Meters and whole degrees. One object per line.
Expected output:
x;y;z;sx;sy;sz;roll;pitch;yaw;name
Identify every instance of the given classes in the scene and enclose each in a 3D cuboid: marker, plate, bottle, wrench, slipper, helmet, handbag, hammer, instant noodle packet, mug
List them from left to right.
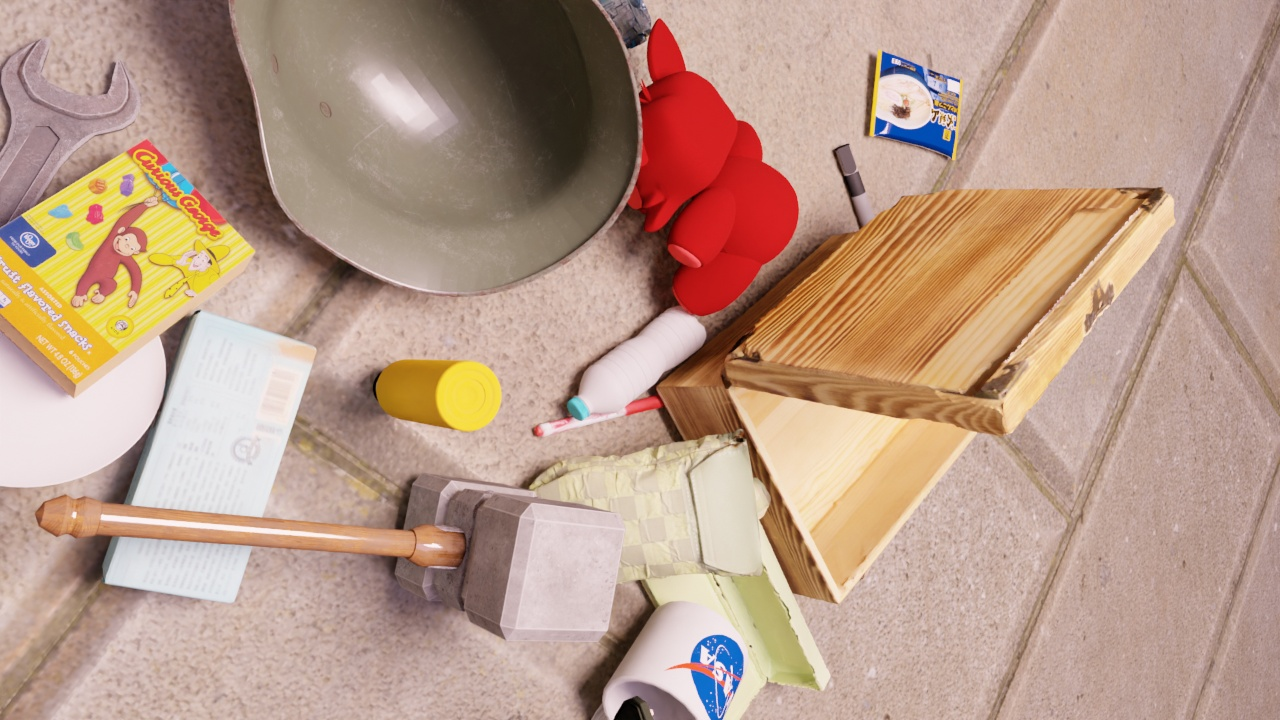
-0.383;-0.068;0.530;0.070;0.010;0.273;31;74;-30;wrench
-0.349;0.006;0.528;0.134;0.011;0.134;9;72;-31;plate
-0.182;0.108;0.557;0.317;0.163;0.083;15;82;-39;hammer
-0.142;0.021;0.610;0.043;0.144;0.043;-1;91;-34;bottle
-0.133;-0.192;0.592;0.227;0.153;0.268;-28;134;9;helmet
-0.079;0.345;0.579;0.249;0.256;0.233;-9;92;-32;helmet
-0.025;0.044;0.769;0.142;0.013;0.013;-12;97;-33;marker
-0.005;0.005;0.762;0.136;0.044;0.044;-37;110;-27;bottle
0.010;0.116;0.735;0.186;0.116;0.113;-7;93;8;handbag
0.036;0.273;0.748;0.089;0.091;0.121;-46;117;-51;mug
0.050;0.387;0.796;0.264;0.063;0.111;46;67;-22;slipper
0.227;-0.151;0.929;0.016;0.016;0.140;-33;108;-29;marker
0.292;-0.267;0.965;0.134;0.026;0.087;5;92;-33;instant noodle packet

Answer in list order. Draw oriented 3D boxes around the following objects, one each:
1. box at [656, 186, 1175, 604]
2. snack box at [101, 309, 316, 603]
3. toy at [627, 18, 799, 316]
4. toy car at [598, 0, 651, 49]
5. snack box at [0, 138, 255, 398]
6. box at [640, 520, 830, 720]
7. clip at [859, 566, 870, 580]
0.232;0.011;0.743;0.278;0.337;0.286;-39;109;-29;box
-0.272;0.060;0.581;0.075;0.053;0.174;20;78;-32;snack box
0.041;-0.151;0.743;0.197;0.121;0.158;46;55;-30;toy
-0.034;-0.265;0.745;0.105;0.032;0.048;-43;112;-31;toy car
-0.310;-0.055;0.537;0.088;0.040;0.125;49;57;-13;snack box
0.090;0.233;0.808;0.097;0.082;0.188;-44;114;-38;box
0.225;0.193;0.932;0.049;0.026;0.061;-9;88;-37;clip
